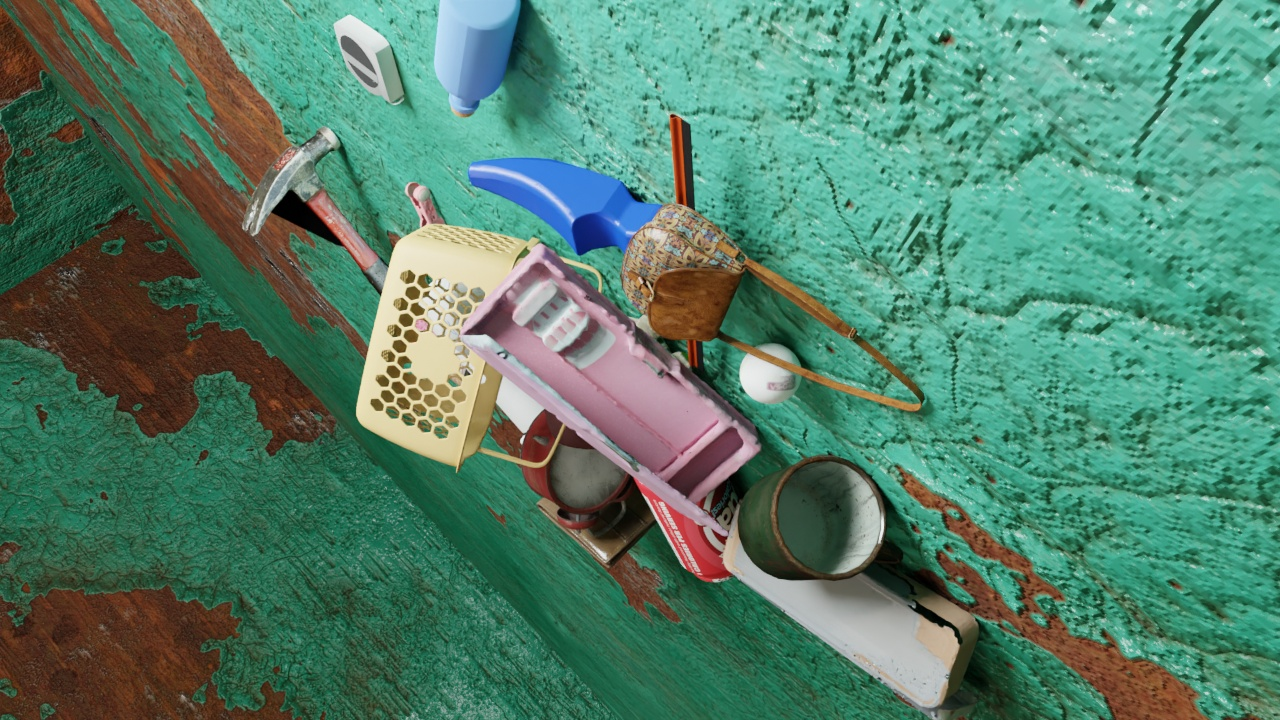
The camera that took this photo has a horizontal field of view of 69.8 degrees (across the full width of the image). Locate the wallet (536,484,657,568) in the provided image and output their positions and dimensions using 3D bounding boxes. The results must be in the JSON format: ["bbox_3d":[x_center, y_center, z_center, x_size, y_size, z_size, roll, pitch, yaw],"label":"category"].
[{"bbox_3d":[-0.042,0.161,1.012,0.121,0.098,0.027,33,152,34],"label":"wallet"}]

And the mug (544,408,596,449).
[{"bbox_3d":[-0.024,0.026,0.807,0.088,0.086,0.114,6,108,35],"label":"mug"}]

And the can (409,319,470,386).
[{"bbox_3d":[-0.221,-0.015,1.097,0.124,0.066,0.067,33,153,33],"label":"can"}]

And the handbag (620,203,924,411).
[{"bbox_3d":[0.076,-0.016,0.547,0.196,0.043,0.094,31,153,8],"label":"handbag"}]

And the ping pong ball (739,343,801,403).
[{"bbox_3d":[0.086,0.009,0.603,0.040,0.040,0.040,40,157,21],"label":"ping pong ball"}]

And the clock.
[{"bbox_3d":[-0.060,0.111,0.943,0.062,0.109,0.157,19,138,49],"label":"clock"}]

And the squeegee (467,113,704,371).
[{"bbox_3d":[-0.037,-0.102,0.624,0.185,0.055,0.250,22,153,19],"label":"squeegee"}]

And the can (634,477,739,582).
[{"bbox_3d":[0.050,0.130,0.824,0.074,0.074,0.142,21,146,49],"label":"can"}]

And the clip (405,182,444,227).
[{"bbox_3d":[-0.214,-0.153,0.922,0.044,0.023,0.060,8,130,60],"label":"clip"}]

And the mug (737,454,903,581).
[{"bbox_3d":[0.132,0.122,0.662,0.111,0.084,0.081,26,161,-6],"label":"mug"}]

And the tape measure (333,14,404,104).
[{"bbox_3d":[-0.231,-0.257,0.784,0.065,0.016,0.064,39,156,22],"label":"tape measure"}]

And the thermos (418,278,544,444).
[{"bbox_3d":[-0.159,0.011,1.008,0.102,0.068,0.230,-31,102,42],"label":"thermos"}]

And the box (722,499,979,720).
[{"bbox_3d":[0.176,0.195,0.750,0.217,0.095,0.115,29,121,39],"label":"box"}]

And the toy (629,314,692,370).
[{"bbox_3d":[-0.004,0.004,0.742,0.087,0.050,0.113,45,128,-1],"label":"toy"}]

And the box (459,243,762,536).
[{"bbox_3d":[-0.018,0.037,0.657,0.232,0.099,0.106,42,-162,-19],"label":"box"}]

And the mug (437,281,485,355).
[{"bbox_3d":[-0.130,-0.047,0.877,0.119,0.083,0.097,23,161,-12],"label":"mug"}]

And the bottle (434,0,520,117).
[{"bbox_3d":[-0.112,-0.203,0.611,0.048,0.048,0.131,48,158,1],"label":"bottle"}]

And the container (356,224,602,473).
[{"bbox_3d":[-0.127,-0.009,0.756,0.167,0.183,0.129,17,-165,-4],"label":"container"}]

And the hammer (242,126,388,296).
[{"bbox_3d":[-0.333,-0.111,1.102,0.036,0.140,0.326,28,159,41],"label":"hammer"}]
